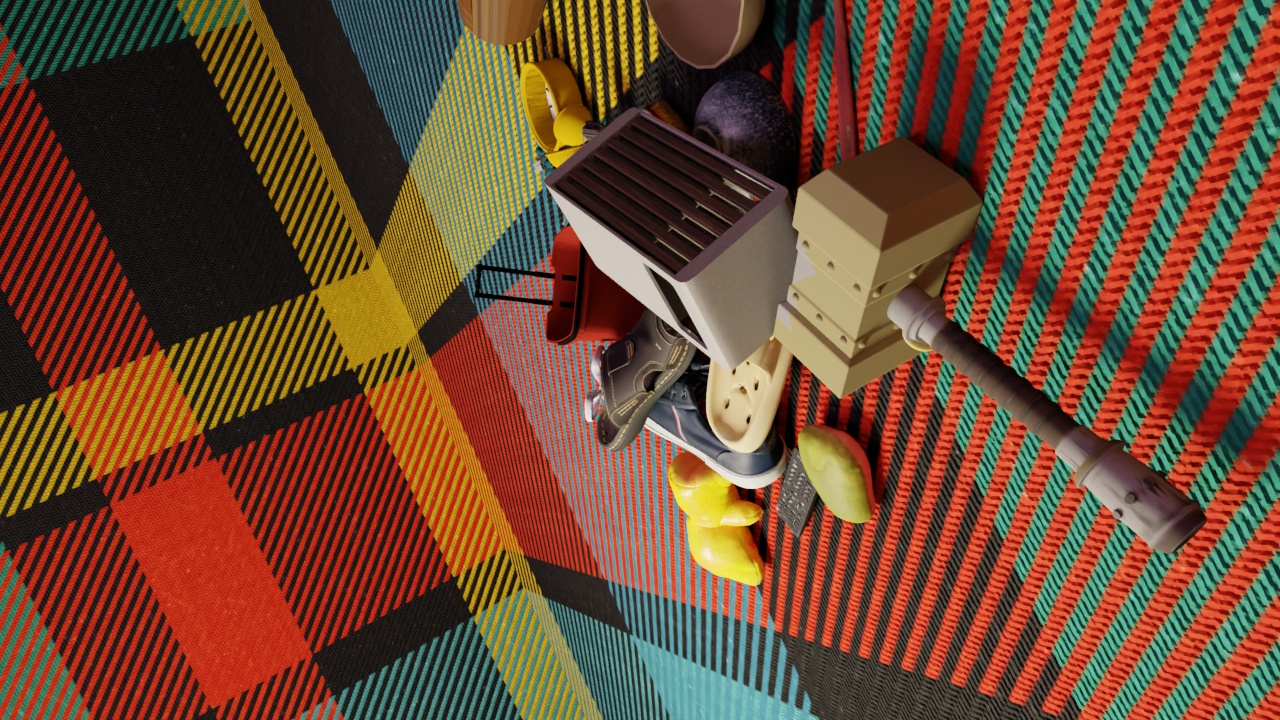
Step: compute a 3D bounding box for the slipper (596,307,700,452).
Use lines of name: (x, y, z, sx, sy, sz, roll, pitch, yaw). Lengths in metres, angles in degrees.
slipper: (-0.006, 0.006, 1.028, 0.269, 0.075, 0.112, 122, 150, -42)

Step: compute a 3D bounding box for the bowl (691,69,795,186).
bowl: (0.083, -0.200, 0.840, 0.114, 0.060, 0.115, 49, 155, 32)

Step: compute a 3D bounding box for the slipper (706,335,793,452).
slipper: (0.094, -0.022, 0.909, 0.111, 0.079, 0.262, 39, 132, 47)

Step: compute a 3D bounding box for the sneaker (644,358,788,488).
sneaker: (0.056, 0.026, 1.089, 0.294, 0.120, 0.127, 37, 158, 43)

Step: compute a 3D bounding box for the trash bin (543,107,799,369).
trash bin: (0.034, -0.115, 0.820, 0.229, 0.114, 0.114, 41, 169, 43)

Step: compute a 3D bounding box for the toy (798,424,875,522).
toy: (0.201, 0.116, 0.932, 0.090, 0.051, 0.110, 17, 132, 64)

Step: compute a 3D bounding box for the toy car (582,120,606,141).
toy car: (-0.028, -0.235, 1.040, 0.092, 0.037, 0.040, 39, 173, -35)

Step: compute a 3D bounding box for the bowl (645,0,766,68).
bowl: (0.058, -0.327, 0.766, 0.152, 0.050, 0.153, 48, 153, 34)

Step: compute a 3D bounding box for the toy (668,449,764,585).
toy: (0.099, 0.209, 1.216, 0.134, 0.087, 0.194, 24, 135, 53)

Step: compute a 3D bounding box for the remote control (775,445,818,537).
remote control: (0.184, 0.149, 1.046, 0.047, 0.022, 0.150, 51, 156, 28)

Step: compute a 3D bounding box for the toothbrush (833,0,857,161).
toothbrush: (0.153, -0.227, 0.710, 0.016, 0.016, 0.190, 33, 142, 51)

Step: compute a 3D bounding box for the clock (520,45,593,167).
clock: (-0.104, -0.308, 1.149, 0.152, 0.052, 0.114, 64, 158, 13)

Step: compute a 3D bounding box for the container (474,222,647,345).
container: (-0.086, -0.091, 1.105, 0.127, 0.200, 0.148, 174, 101, -68)

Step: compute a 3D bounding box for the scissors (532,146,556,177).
scissors: (-0.123, -0.272, 1.271, 0.142, 0.019, 0.128, 52, 156, 32)

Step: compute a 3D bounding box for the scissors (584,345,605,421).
scissors: (-0.053, 0.046, 1.167, 0.179, 0.016, 0.103, 85, -166, -76)

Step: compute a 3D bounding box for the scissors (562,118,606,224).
scissors: (-0.068, -0.230, 1.123, 0.015, 0.135, 0.133, 27, -172, -2)

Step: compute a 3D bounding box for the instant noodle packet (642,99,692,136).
instant noodle packet: (0.040, -0.201, 0.960, 0.135, 0.039, 0.099, 53, 153, 26)

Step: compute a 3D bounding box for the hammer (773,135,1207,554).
hammer: (0.245, 0.007, 0.649, 0.325, 0.100, 0.191, 48, 153, 33)

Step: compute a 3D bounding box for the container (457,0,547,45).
container: (-0.151, -0.441, 1.018, 0.132, 0.132, 0.167, 61, 164, 7)
